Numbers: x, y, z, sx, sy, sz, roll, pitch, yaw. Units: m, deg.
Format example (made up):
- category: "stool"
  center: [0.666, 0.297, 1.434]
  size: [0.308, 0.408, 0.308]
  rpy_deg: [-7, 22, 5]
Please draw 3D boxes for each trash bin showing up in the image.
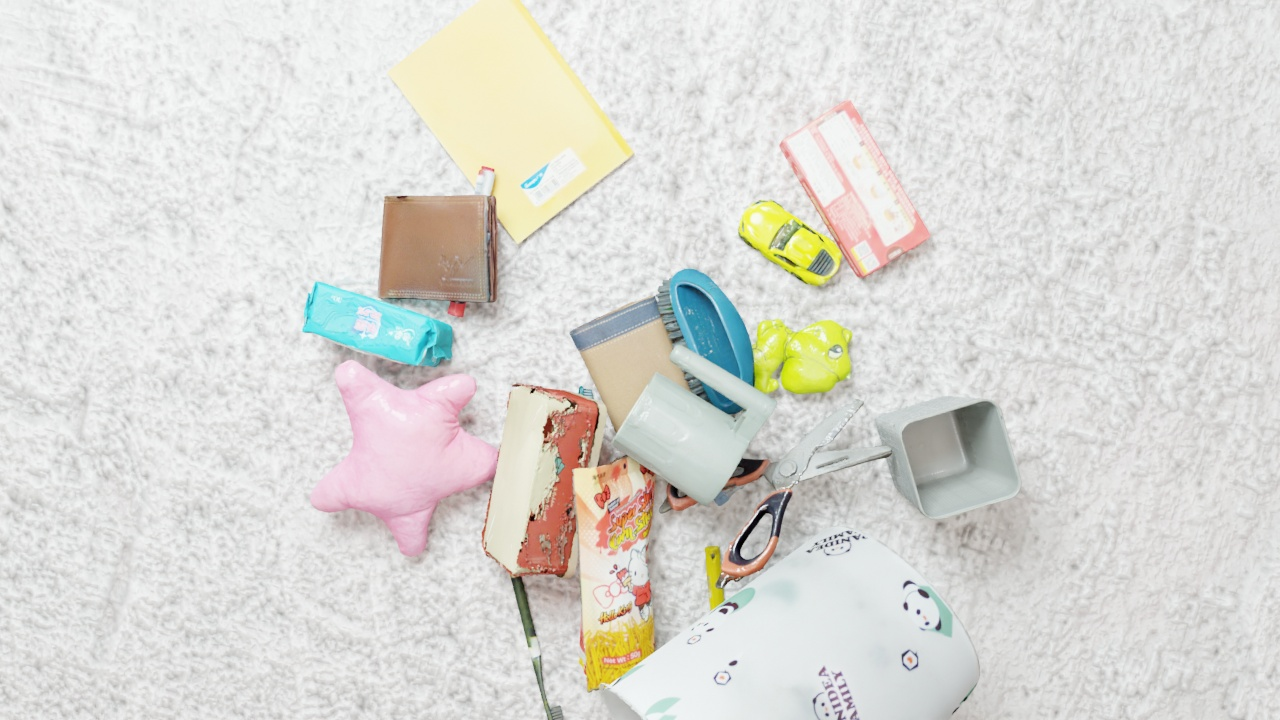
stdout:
- category: "trash bin"
  center: [0.131, 0.288, 0.778]
  size: [0.251, 0.230, 0.229]
  rpy_deg: [-35, 92, -21]

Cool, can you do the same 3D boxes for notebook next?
- category: "notebook"
  center: [-0.124, -0.237, 0.879]
  size: [0.146, 0.010, 0.206]
  rpy_deg: [-38, 92, 2]

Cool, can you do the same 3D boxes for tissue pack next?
- category: "tissue pack"
  center: [-0.239, -0.029, 0.850]
  size: [0.133, 0.093, 0.050]
  rpy_deg: [18, 88, 0]

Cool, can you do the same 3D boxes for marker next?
- category: "marker"
  center: [-0.161, -0.113, 0.876]
  size: [0.017, 0.017, 0.145]
  rpy_deg: [14, 98, 0]

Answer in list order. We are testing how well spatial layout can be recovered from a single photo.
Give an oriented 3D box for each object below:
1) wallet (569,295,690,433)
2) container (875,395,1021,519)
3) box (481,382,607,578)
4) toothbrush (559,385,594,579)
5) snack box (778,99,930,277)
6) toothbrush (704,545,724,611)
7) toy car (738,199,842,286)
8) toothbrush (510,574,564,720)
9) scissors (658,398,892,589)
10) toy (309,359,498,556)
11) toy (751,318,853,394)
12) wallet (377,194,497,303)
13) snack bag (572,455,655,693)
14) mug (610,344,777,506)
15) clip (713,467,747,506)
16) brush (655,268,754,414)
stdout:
- category: "wallet"
  center: [-0.005, 0.005, 0.880]
  size: [0.090, 0.033, 0.115]
  rpy_deg: [-24, 93, 4]
- category: "container"
  center: [0.273, 0.082, 0.838]
  size: [0.090, 0.114, 0.090]
  rpy_deg: [-16, 93, 1]
- category: "box"
  center: [-0.097, 0.109, 0.844]
  size: [0.078, 0.091, 0.168]
  rpy_deg: [9, 94, -34]
- category: "toothbrush"
  center: [-0.064, 0.120, 0.894]
  size: [0.018, 0.016, 0.191]
  rpy_deg: [6, 93, -10]
- category: "snack box"
  center: [0.203, -0.162, 0.871]
  size: [0.075, 0.025, 0.153]
  rpy_deg: [-32, 92, 1]
- category: "toothbrush"
  center: [0.078, 0.277, 0.899]
  size: [0.016, 0.016, 0.190]
  rpy_deg: [-5, 93, 0]
- category: "toy car"
  center: [0.142, -0.113, 0.872]
  size: [0.105, 0.032, 0.048]
  rpy_deg: [34, 93, 1]
- category: "toothbrush"
  center: [-0.104, 0.275, 0.904]
  size: [0.017, 0.012, 0.186]
  rpy_deg: [-14, 93, -5]
- category: "scissors"
  center: [0.120, 0.116, 0.853]
  size: [0.189, 0.015, 0.225]
  rpy_deg: [16, 68, 33]
- category: "toy"
  center: [-0.212, 0.098, 0.866]
  size: [0.178, 0.074, 0.195]
  rpy_deg: [10, 106, -15]
- category: "toy"
  center: [0.152, -0.002, 0.878]
  size: [0.100, 0.031, 0.097]
  rpy_deg: [32, 92, 3]
- category: "wallet"
  center: [-0.191, -0.104, 0.862]
  size: [0.125, 0.032, 0.101]
  rpy_deg: [4, 97, 20]
- category: "snack bag"
  center: [-0.021, 0.190, 0.850]
  size: [0.073, 0.128, 0.208]
  rpy_deg: [5, 98, 30]
- category: "mug"
  center: [0.046, 0.055, 0.821]
  size: [0.103, 0.083, 0.124]
  rpy_deg: [32, 119, 0]
- category: "clip"
  center: [0.092, 0.117, 0.890]
  size: [0.058, 0.036, 0.025]
  rpy_deg: [-32, 86, 2]
- category: "brush"
  center: [0.068, -0.018, 0.853]
  size: [0.055, 0.074, 0.144]
  rpy_deg: [-24, 94, -39]
